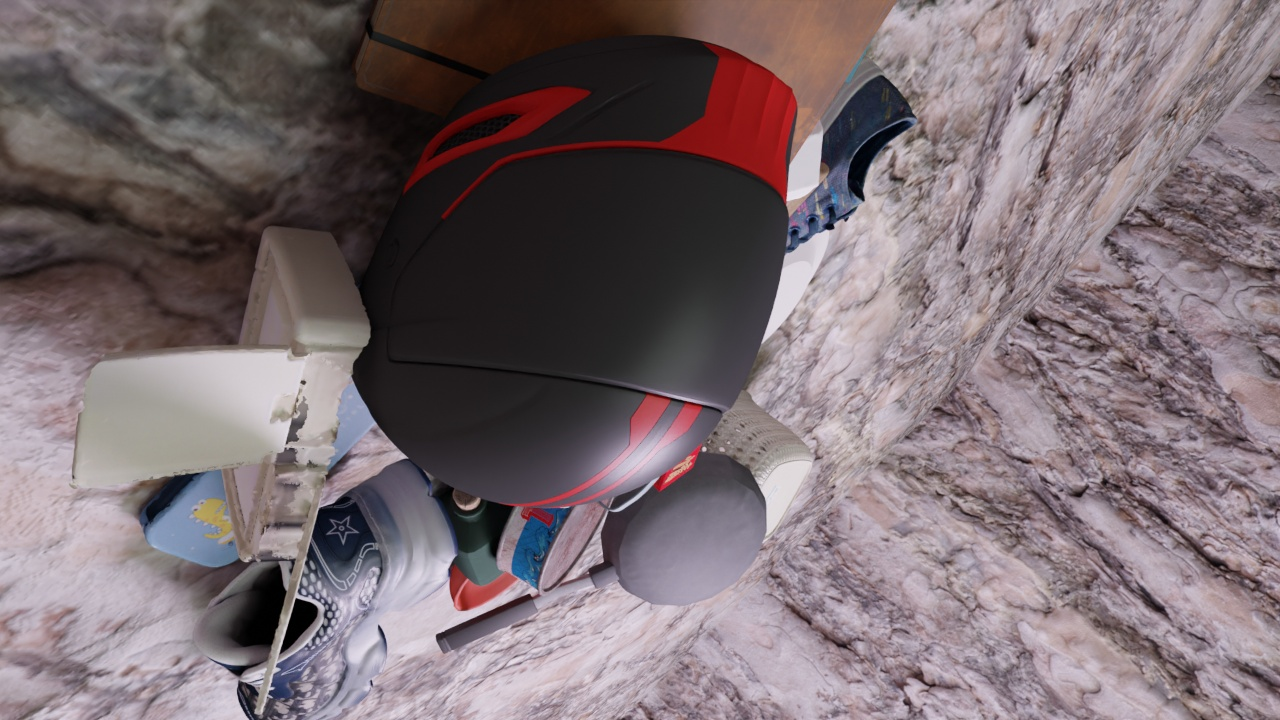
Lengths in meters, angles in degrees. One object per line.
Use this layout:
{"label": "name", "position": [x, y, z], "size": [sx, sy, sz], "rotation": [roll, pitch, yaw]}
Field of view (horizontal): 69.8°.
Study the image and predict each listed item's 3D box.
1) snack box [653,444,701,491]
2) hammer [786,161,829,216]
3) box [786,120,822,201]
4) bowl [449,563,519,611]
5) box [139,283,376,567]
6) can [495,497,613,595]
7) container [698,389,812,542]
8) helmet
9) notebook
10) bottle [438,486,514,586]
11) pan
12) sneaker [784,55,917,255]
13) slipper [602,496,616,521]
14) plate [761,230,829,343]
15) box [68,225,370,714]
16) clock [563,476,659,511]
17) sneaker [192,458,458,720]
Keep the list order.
{"label": "snack box", "position": [-0.004, 0.004, 0.678], "size": [0.035, 0.132, 0.152], "rotation": [-32, 155, -30]}
{"label": "hammer", "position": [0.039, -0.042, 0.754], "size": [0.119, 0.030, 0.332], "rotation": [-24, 159, -48]}
{"label": "box", "position": [0.050, -0.121, 0.584], "size": [0.162, 0.112, 0.085], "rotation": [-20, 132, -24]}
{"label": "bowl", "position": [-0.142, 0.192, 0.903], "size": [0.121, 0.035, 0.122], "rotation": [-37, 157, -19]}
{"label": "box", "position": [-0.192, 0.038, 0.523], "size": [0.210, 0.049, 0.066], "rotation": [-46, 156, 1]}
{"label": "can", "position": [-0.067, 0.131, 0.780], "size": [0.129, 0.044, 0.130], "rotation": [-56, 165, -24]}
{"label": "container", "position": [0.097, 0.132, 1.080], "size": [0.185, 0.143, 0.245], "rotation": [-63, 155, 9]}
{"label": "helmet", "position": [-0.039, -0.017, 0.429], "size": [0.164, 0.169, 0.265], "rotation": [14, 160, -40]}
{"label": "notebook", "position": [0.010, -0.156, 0.432], "size": [0.249, 0.014, 0.179], "rotation": [11, 125, -34]}
{"label": "bottle", "position": [-0.138, 0.137, 0.775], "size": [0.061, 0.061, 0.131], "rotation": [-39, 158, -21]}
{"label": "pan", "position": [-0.031, 0.212, 0.914], "size": [0.357, 0.041, 0.179], "rotation": [-22, 121, -8]}
{"label": "sneaker", "position": [0.139, -0.132, 0.764], "size": [0.087, 0.079, 0.236], "rotation": [-8, 138, -56]}
{"label": "slipper", "position": [-0.031, 0.103, 0.920], "size": [0.114, 0.052, 0.264], "rotation": [-21, 154, -47]}
{"label": "plate", "position": [0.119, -0.053, 0.947], "size": [0.229, 0.021, 0.230], "rotation": [-37, 157, -19]}
{"label": "box", "position": [-0.177, 0.032, 0.400], "size": [0.095, 0.185, 0.146], "rotation": [15, 116, -17]}
{"label": "clock", "position": [-0.050, 0.024, 0.587], "size": [0.122, 0.161, 0.075], "rotation": [-41, 159, 3]}
{"label": "sneaker", "position": [-0.235, 0.173, 0.606], "size": [0.132, 0.103, 0.270], "rotation": [-8, 145, -50]}
